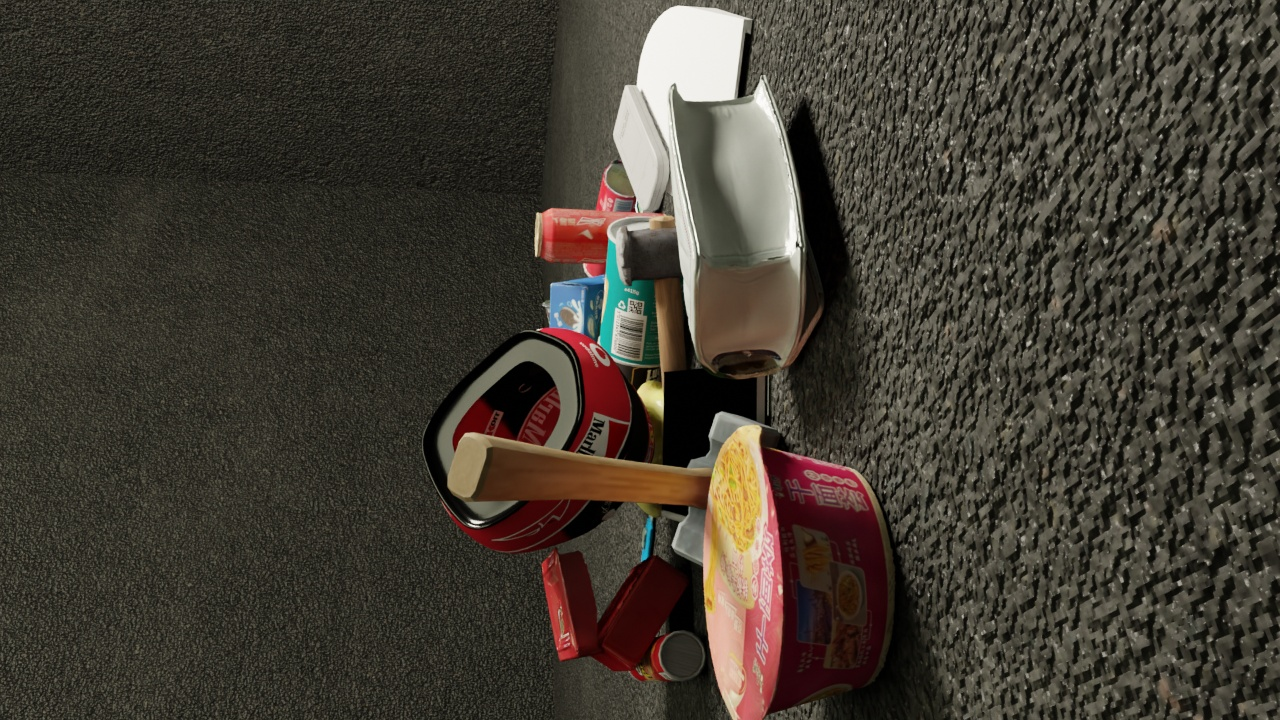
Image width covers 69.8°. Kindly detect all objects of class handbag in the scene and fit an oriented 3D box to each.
[{"bbox_3d":[0.074,-0.101,0.693,0.142,0.096,0.198,80,-177,-57],"label":"handbag"}]

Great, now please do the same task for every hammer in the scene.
[{"bbox_3d":[-0.004,0.082,0.619,0.051,0.322,0.117,20,92,35],"label":"hammer"},{"bbox_3d":[0.036,0.012,0.973,0.052,0.098,0.328,-92,-3,-75],"label":"hammer"}]

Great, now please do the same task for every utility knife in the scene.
[{"bbox_3d":[0.009,0.249,1.261,0.031,0.015,0.225,-116,29,-59],"label":"utility knife"}]

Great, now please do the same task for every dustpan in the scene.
[{"bbox_3d":[0.065,-0.271,0.973,0.257,0.053,0.192,-130,40,-58],"label":"dustpan"}]

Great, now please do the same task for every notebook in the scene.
[{"bbox_3d":[0.064,0.081,0.849,0.207,0.016,0.149,172,99,-70],"label":"notebook"}]

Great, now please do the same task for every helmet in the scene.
[{"bbox_3d":[-0.097,0.090,1.009,0.271,0.224,0.197,-45,64,19],"label":"helmet"}]

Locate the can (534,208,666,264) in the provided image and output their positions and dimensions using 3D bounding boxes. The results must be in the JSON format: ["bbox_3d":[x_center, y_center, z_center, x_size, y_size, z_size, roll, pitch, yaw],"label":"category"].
[{"bbox_3d":[-0.046,-0.154,1.149,0.067,0.170,0.067,180,91,-79],"label":"can"}]

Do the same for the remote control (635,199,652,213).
[{"bbox_3d":[0.018,-0.251,1.215,0.049,0.024,0.144,-101,17,-49],"label":"remote control"}]

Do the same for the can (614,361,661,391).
[{"bbox_3d":[-0.007,0.007,1.202,0.071,0.072,0.129,-103,17,-55],"label":"can"}]

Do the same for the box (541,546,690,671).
[{"bbox_3d":[-0.024,0.290,1.069,0.158,0.156,0.147,124,140,-68],"label":"box"}]

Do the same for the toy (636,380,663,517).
[{"bbox_3d":[0.014,0.098,1.100,0.154,0.064,0.171,-114,27,-56],"label":"toy"}]

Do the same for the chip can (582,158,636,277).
[{"bbox_3d":[-0.039,-0.209,1.410,0.233,0.073,0.073,111,158,-61],"label":"chip can"}]

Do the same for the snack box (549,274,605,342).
[{"bbox_3d":[-0.059,0.003,1.274,0.195,0.056,0.239,-20,-64,-65],"label":"snack box"}]

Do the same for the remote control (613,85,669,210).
[{"bbox_3d":[0.002,-0.239,1.041,0.074,0.019,0.151,109,150,-47],"label":"remote control"}]

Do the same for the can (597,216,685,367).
[{"bbox_3d":[0.006,-0.079,1.051,0.099,0.099,0.144,-105,18,-58],"label":"can"}]

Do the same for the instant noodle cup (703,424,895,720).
[{"bbox_3d":[0.097,0.135,0.579,0.179,0.077,0.178,-179,91,-81],"label":"instant noodle cup"}]

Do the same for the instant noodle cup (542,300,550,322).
[{"bbox_3d":[-0.094,-0.052,1.582,0.137,0.137,0.112,-131,34,-76],"label":"instant noodle cup"}]

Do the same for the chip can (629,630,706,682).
[{"bbox_3d":[0.025,0.339,1.044,0.215,0.051,0.051,117,152,-68],"label":"chip can"}]
